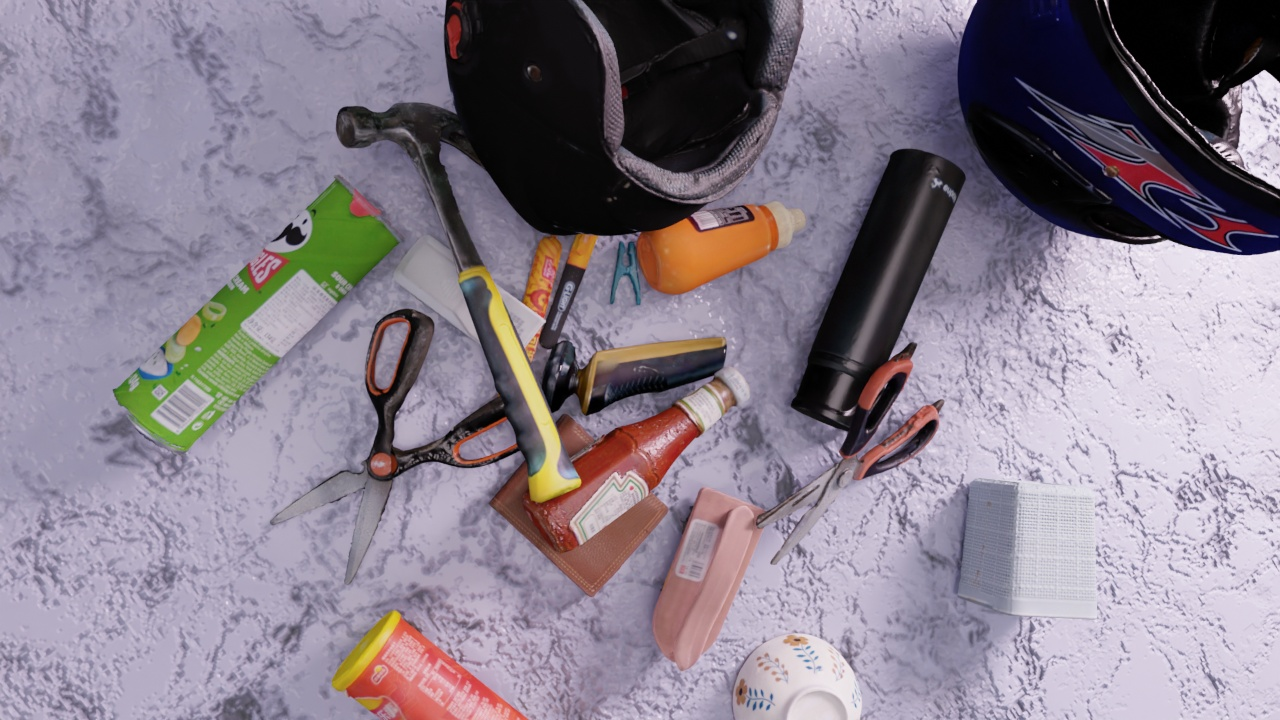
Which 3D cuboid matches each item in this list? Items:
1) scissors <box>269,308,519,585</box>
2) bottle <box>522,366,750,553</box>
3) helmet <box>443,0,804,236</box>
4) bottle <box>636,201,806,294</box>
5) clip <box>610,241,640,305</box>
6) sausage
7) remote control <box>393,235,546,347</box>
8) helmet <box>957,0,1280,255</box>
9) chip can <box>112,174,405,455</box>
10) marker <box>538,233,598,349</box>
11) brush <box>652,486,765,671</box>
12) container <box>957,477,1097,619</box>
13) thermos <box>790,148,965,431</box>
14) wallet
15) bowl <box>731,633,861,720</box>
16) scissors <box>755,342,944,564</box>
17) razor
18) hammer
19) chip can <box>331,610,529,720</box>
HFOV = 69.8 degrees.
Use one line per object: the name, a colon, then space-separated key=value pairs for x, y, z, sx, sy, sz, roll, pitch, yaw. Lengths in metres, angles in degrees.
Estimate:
scissors: x=-0.190 y=0.068 z=0.737 sx=0.229 sy=0.022 sz=0.221 roll=-2 pitch=86 yaw=0
bottle: x=0.001 y=0.073 z=0.740 sx=0.205 sy=0.060 sz=0.060 roll=-35 pitch=96 yaw=-16
helmet: x=-0.031 y=-0.221 z=0.674 sx=0.232 sy=0.231 sz=0.274 roll=-27 pitch=86 yaw=-39
bottle: x=0.074 y=-0.103 z=0.778 sx=0.149 sy=0.067 sz=0.067 roll=-18 pitch=93 yaw=-17
clip: x=-0.012 y=-0.075 z=0.784 sx=0.038 sy=0.013 sz=0.055 roll=3 pitch=91 yaw=-11
sausage: x=-0.093 y=-0.029 z=0.765 sx=0.021 sy=0.021 sz=0.165 roll=15 pitch=87 yaw=-10
remote control: x=-0.140 y=-0.050 z=0.744 sx=0.125 sy=0.024 sz=0.049 roll=36 pitch=85 yaw=3
helmet: x=0.405 y=-0.210 z=0.740 sx=0.247 sy=0.240 sz=0.315 roll=-40 pitch=86 yaw=-9
chip can: x=-0.289 y=-0.036 z=0.703 sx=0.072 sy=0.072 sz=0.236 roll=44 pitch=83 yaw=-7
marker: x=-0.059 y=-0.068 z=0.774 sx=0.018 sy=0.015 sz=0.124 roll=20 pitch=88 yaw=-6
brush: x=0.053 y=0.183 z=0.765 sx=0.063 sy=0.073 sz=0.145 roll=23 pitch=87 yaw=-10
container: x=0.343 y=0.163 z=0.811 sx=0.090 sy=0.090 sz=0.111 roll=5 pitch=86 yaw=-11
thermos: x=0.211 y=-0.056 z=0.805 sx=0.090 sy=0.068 sz=0.242 roll=25 pitch=87 yaw=-42
wallet: x=-0.051 y=0.121 z=0.769 sx=0.124 sy=0.032 sz=0.101 roll=44 pitch=80 yaw=-8
bowl: x=0.141 y=0.298 z=0.787 sx=0.113 sy=0.062 sz=0.113 roll=0 pitch=88 yaw=-10
scissors: x=0.184 y=0.081 z=0.779 sx=0.188 sy=0.015 sz=0.226 roll=9 pitch=110 yaw=-43
razor: x=-0.005 y=0.004 z=0.770 sx=0.167 sy=0.062 sz=0.067 roll=-10 pitch=60 yaw=-15
hammer: x=-0.118 y=-0.050 z=0.698 sx=0.125 sy=0.032 sz=0.323 roll=-17 pitch=81 yaw=-43
chip can: x=-0.138 y=0.291 z=0.731 sx=0.216 sy=0.073 sz=0.073 roll=40 pitch=83 yaw=-8
